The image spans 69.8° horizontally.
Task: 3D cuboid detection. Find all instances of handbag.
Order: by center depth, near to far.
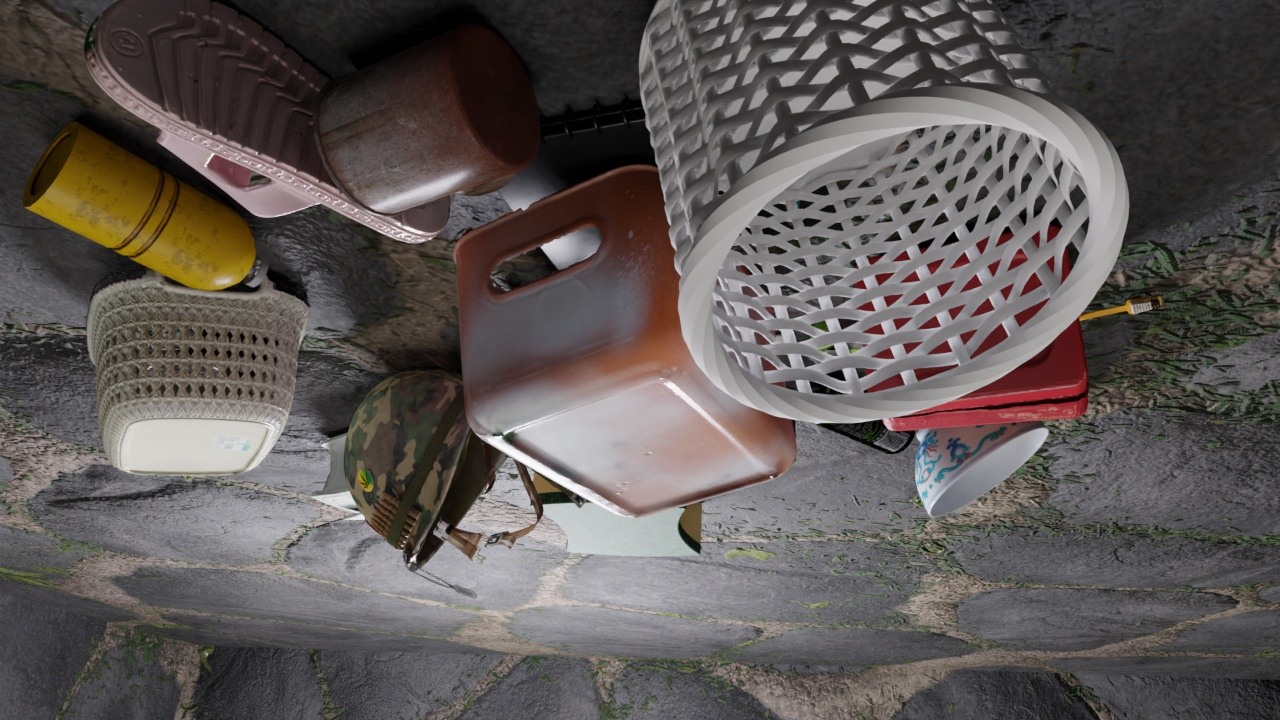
[{"bbox_3d":[-0.299,0.145,1.154,0.199,0.096,0.142,-17,148,33],"label":"handbag"}]

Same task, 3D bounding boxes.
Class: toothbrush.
[{"bbox_3d":[0.337,-0.029,0.788,0.197,0.031,0.030,-13,-166,23],"label":"toothbrush"}]

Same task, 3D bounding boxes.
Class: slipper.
[{"bbox_3d":[-0.226,-0.139,0.576,0.065,0.094,0.239,-20,151,32],"label":"slipper"}]

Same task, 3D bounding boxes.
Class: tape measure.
[{"bbox_3d":[0.184,-0.013,0.829,0.066,0.035,0.059,-5,153,17],"label":"tape measure"}]

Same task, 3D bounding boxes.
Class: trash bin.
[{"bbox_3d":[-0.004,0.004,0.692,0.182,0.157,0.259,-19,148,20],"label":"trash bin"}]

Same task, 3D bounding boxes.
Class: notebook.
[{"bbox_3d":[0.015,-0.125,0.649,0.232,0.019,0.169,-5,153,18],"label":"notebook"}]

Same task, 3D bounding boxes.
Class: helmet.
[{"bbox_3d":[-0.193,0.124,0.961,0.236,0.192,0.225,16,112,13],"label":"helmet"}]

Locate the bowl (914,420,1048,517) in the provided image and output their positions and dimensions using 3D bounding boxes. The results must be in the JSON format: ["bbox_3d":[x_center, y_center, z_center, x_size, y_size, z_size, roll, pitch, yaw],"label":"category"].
[{"bbox_3d":[0.333,0.087,0.942,0.143,0.074,0.144,-25,150,-16],"label":"bowl"}]

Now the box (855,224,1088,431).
[{"bbox_3d":[0.252,-0.021,0.701,0.158,0.135,0.117,-8,153,20],"label":"box"}]

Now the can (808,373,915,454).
[{"bbox_3d":[0.224,0.055,0.941,0.137,0.053,0.054,22,148,-32],"label":"can"}]

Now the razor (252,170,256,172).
[{"bbox_3d":[-0.207,-0.138,0.657,0.143,0.022,0.042,14,116,-28],"label":"razor"}]

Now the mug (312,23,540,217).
[{"bbox_3d":[-0.118,-0.138,0.566,0.110,0.096,0.123,-6,160,29],"label":"mug"}]

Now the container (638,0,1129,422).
[{"bbox_3d":[0.100,-0.099,0.449,0.189,0.186,0.190,-5,139,-4],"label":"container"}]

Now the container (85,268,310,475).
[{"bbox_3d":[-0.413,0.017,0.858,0.184,0.143,0.252,3,158,-31],"label":"container"}]

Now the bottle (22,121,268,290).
[{"bbox_3d":[-0.360,-0.103,0.691,0.071,0.071,0.163,-15,148,33],"label":"bottle"}]

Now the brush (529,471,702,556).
[{"bbox_3d":[-0.024,0.194,1.232,0.195,0.075,0.250,0,153,9],"label":"brush"}]

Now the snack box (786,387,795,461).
[{"bbox_3d":[0.085,0.060,0.941,0.147,0.080,0.025,9,154,-9],"label":"snack box"}]

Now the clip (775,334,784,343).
[{"bbox_3d":[0.096,-0.004,0.884,0.102,0.040,0.054,-5,132,19],"label":"clip"}]

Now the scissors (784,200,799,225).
[{"bbox_3d":[0.076,-0.125,0.592,0.130,0.019,0.151,14,147,-36],"label":"scissors"}]
